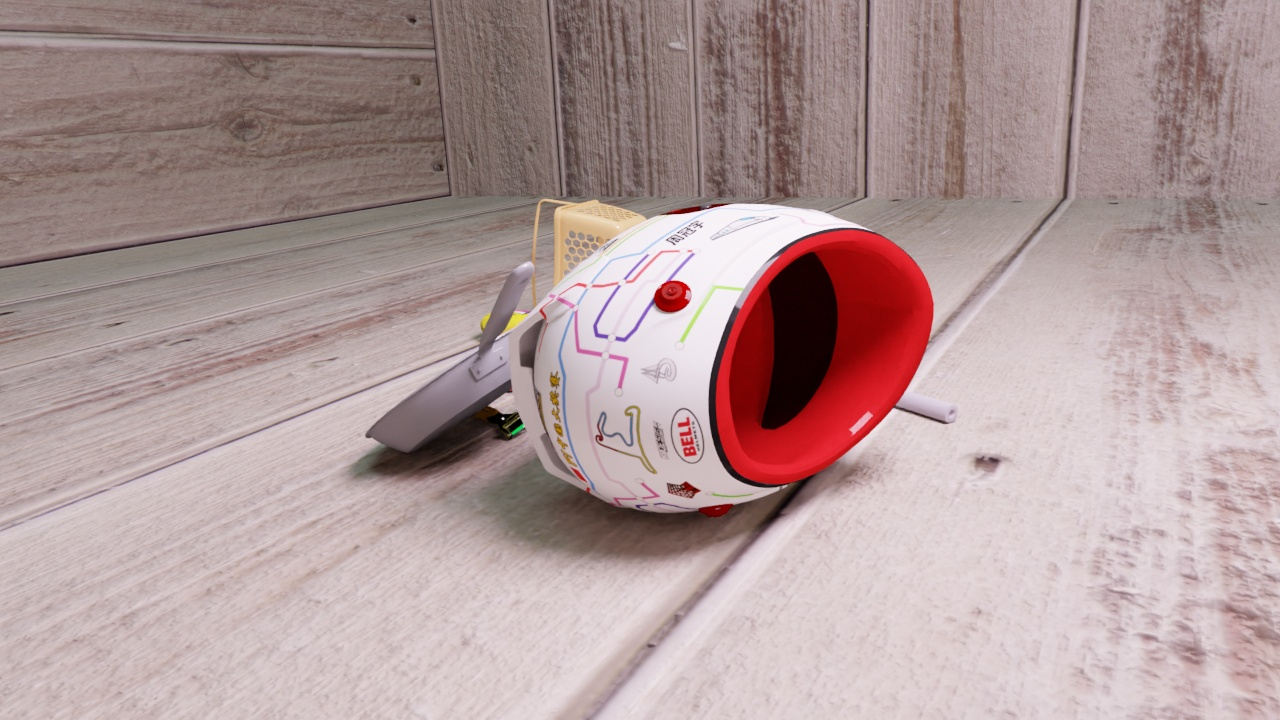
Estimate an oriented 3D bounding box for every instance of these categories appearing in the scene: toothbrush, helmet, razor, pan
[{"bbox_3d":[0.253,0.033,0.969,0.019,0.018,0.188,-6,15,-31],"label":"toothbrush"},{"bbox_3d":[0.052,-0.009,0.748,0.313,0.231,0.236,-27,25,-33],"label":"helmet"},{"bbox_3d":[-0.163,0.053,0.968,0.144,0.021,0.044,15,42,45],"label":"razor"},{"bbox_3d":[-0.138,0.002,0.803,0.200,0.051,0.358,-35,0,-28],"label":"pan"}]

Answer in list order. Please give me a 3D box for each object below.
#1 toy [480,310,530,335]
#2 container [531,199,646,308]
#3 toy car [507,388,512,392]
[{"bbox_3d":[-0.183,-0.052,1.315,0.096,0.041,0.094,5,13,35],"label":"toy"},{"bbox_3d":[-0.084,-0.138,1.344,0.167,0.183,0.129,12,21,23],"label":"container"},{"bbox_3d":[-0.149,0.016,1.067,0.089,0.038,0.025,-6,13,-10],"label":"toy car"}]
